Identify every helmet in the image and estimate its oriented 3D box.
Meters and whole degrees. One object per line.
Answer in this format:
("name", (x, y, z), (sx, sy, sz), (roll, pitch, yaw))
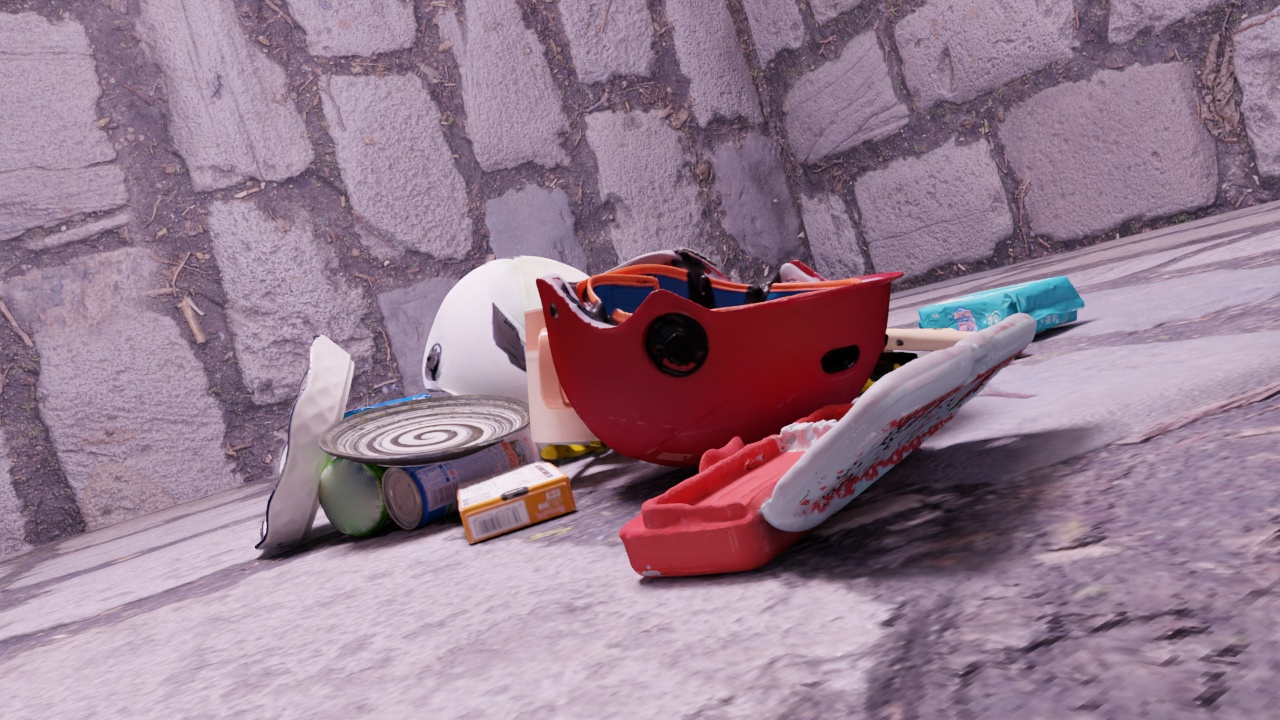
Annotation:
("helmet", (0.055, 0.002, 0.630), (0.240, 0.144, 0.206), (5, 14, 30))
("helmet", (-0.104, -0.026, 0.970), (0.229, 0.146, 0.258), (13, 21, -22))

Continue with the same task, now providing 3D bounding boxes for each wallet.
("wallet", (0.259, -0.017, 0.789), (0.115, 0.024, 0.087), (2, 0, 10))

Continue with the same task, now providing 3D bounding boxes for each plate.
("plate", (-0.176, 0.062, 0.768), (0.179, 0.024, 0.179), (-4, 13, 1))
("plate", (-0.314, 0.079, 0.867), (0.045, 0.204, 0.205), (15, -9, -19))

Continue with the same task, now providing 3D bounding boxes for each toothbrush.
("toothbrush", (-0.055, 0.075, 0.813), (0.016, 0.016, 0.190), (4, -2, 10))

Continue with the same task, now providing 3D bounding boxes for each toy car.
("toy car", (0.166, 0.013, 0.809), (0.156, 0.041, 0.071), (-6, 5, 7))

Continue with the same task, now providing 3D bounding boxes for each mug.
("mug", (-0.054, 0.011, 0.725), (0.082, 0.106, 0.114), (-3, -2, 12))

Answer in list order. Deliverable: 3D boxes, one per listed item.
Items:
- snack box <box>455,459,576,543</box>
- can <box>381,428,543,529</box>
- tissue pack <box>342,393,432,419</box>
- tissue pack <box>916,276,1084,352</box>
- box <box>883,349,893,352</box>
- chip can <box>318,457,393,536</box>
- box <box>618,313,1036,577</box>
("snack box", (-0.095, 0.099, 0.673), (0.075, 0.026, 0.154), (-15, 2, -12))
("can", (-0.148, 0.097, 0.780), (0.053, 0.053, 0.134), (-14, 2, 44))
("tissue pack", (-0.255, 0.098, 0.955), (0.094, 0.052, 0.157), (-16, -39, -21))
("tissue pack", (0.345, -0.043, 0.885), (0.093, 0.050, 0.134), (-15, 1, -28))
("box", (0.151, 0.007, 0.893), (0.184, 0.062, 0.089), (-17, 1, 11))
("chip can", (-0.202, 0.100, 0.858), (0.073, 0.072, 0.220), (-15, 1, 25))
("box", (0.097, 0.037, 0.425), (0.162, 0.059, 0.200), (-33, -10, 37))
